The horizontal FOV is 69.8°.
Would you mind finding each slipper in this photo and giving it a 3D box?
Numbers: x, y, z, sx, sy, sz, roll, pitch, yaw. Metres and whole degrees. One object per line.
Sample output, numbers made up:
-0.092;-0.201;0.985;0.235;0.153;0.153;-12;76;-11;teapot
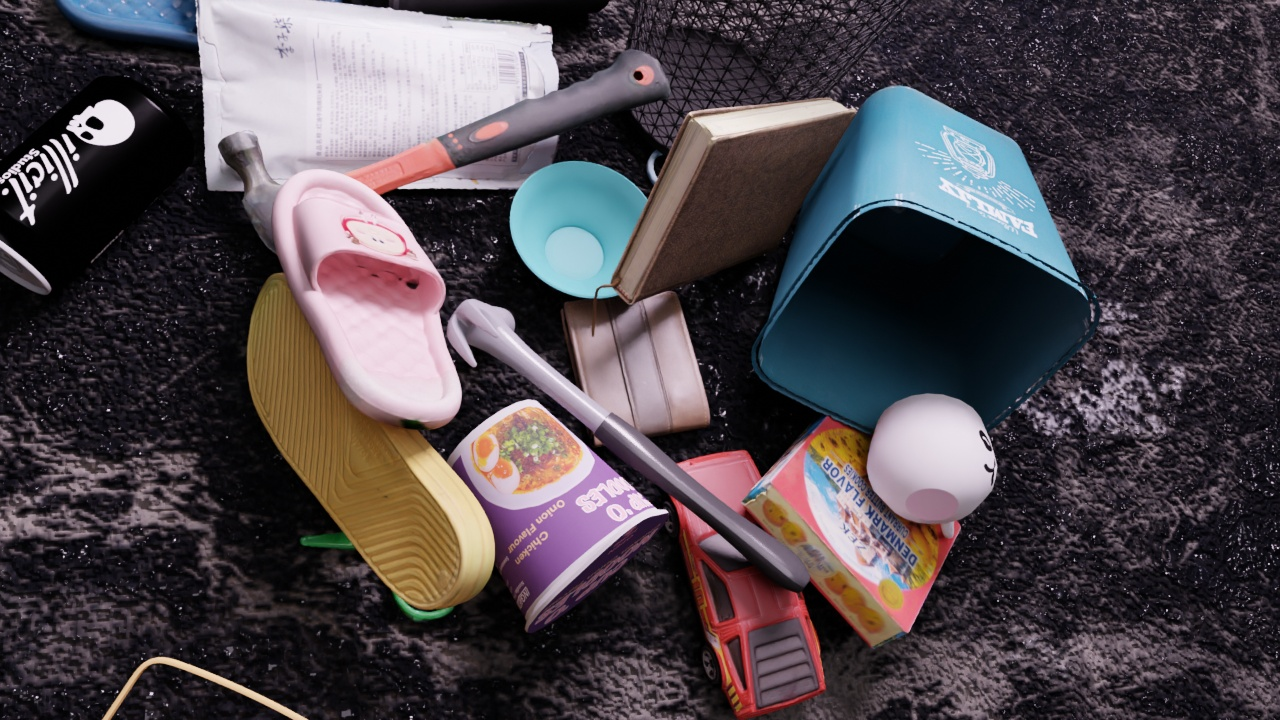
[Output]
-0.171;-0.046;0.597;0.106;0.056;0.221;9;43;-44;slipper
-0.176;0.051;0.615;0.263;0.100;0.078;47;23;22;slipper
-0.343;-0.293;0.721;0.213;0.059;0.103;-8;74;-19;slipper

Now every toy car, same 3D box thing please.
0.076;0.160;0.679;0.081;0.056;0.189;-9;69;-22;toy car

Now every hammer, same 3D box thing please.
-0.009;0.058;0.642;0.311;0.125;0.029;38;94;5;hammer
-0.133;-0.163;0.699;0.333;0.033;0.133;-24;91;-9;hammer

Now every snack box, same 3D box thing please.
0.166;0.119;0.704;0.142;0.040;0.144;48;41;4;snack box

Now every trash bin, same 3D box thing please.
0.215;-0.084;0.728;0.196;0.200;0.218;24;44;-8;trash bin
0.093;-0.292;0.745;0.216;0.244;0.216;8;62;-15;trash bin

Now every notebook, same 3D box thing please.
0.065;-0.111;0.711;0.034;0.191;0.214;43;37;19;notebook

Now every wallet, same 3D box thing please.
-0.004;0.004;0.730;0.098;0.027;0.121;-9;72;-18;wallet

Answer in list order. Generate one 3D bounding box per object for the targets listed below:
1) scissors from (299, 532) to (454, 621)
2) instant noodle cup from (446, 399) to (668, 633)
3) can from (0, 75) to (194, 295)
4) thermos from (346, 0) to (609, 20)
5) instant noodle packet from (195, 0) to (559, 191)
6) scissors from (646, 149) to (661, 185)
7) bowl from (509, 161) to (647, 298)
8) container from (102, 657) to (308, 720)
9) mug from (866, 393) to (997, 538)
-0.167;0.118;0.641;0.129;0.012;0.116;45;61;4;scissors
-0.064;0.094;0.625;0.121;0.137;0.122;-31;71;-34;instant noodle cup
-0.383;-0.122;0.628;0.080;0.080;0.145;33;63;-3;can
-0.134;-0.334;0.783;0.218;0.106;0.105;-12;73;-27;thermos
-0.200;-0.205;0.726;0.269;0.057;0.147;-2;99;-18;instant noodle packet
0.053;-0.190;0.833;0.125;0.013;0.129;44;59;5;scissors
-0.049;-0.097;0.743;0.121;0.046;0.121;6;68;-15;bowl
-0.233;0.272;0.496;0.183;0.129;0.166;31;73;-4;container
0.220;0.088;0.685;0.076;0.090;0.124;-74;145;-45;mug
